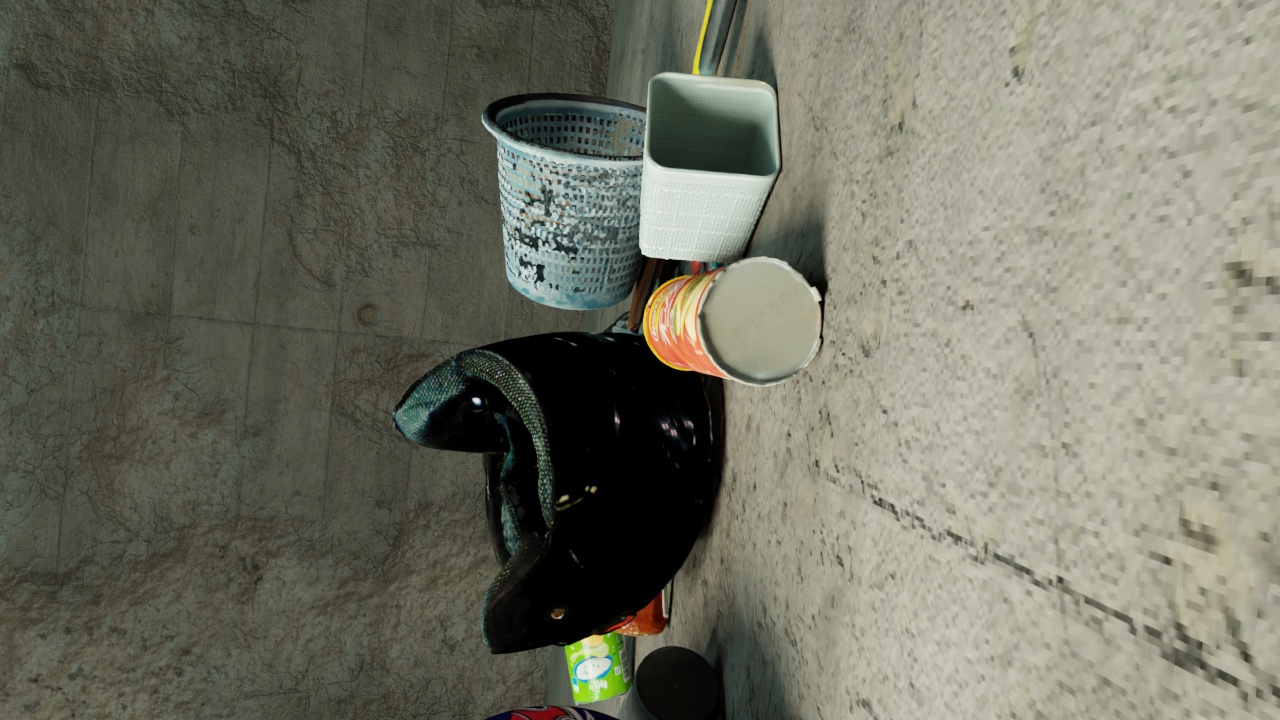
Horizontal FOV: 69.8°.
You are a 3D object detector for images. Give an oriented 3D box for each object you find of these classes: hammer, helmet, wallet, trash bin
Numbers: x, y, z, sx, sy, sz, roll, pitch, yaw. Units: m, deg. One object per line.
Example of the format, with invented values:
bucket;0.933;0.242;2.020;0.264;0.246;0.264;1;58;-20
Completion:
hammer;0.057;-0.246;0.793;0.126;0.032;0.324;-101;21;-58
helmet;-0.055;0.302;0.472;0.240;0.247;0.315;-45;12;-4
wallet;0.015;-0.091;1.054;0.101;0.032;0.124;157;128;-82
trash bin;-0.068;-0.173;1.030;0.226;0.226;0.195;-95;12;-58
helmet;-0.058;0.101;0.745;0.275;0.229;0.233;96;150;-49

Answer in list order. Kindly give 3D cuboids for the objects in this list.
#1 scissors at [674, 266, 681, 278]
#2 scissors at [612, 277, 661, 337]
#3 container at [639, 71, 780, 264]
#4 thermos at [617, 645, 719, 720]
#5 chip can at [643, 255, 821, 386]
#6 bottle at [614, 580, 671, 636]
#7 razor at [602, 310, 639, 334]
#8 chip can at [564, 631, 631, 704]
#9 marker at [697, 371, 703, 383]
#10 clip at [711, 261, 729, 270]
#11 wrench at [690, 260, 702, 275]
scissors;0.028;0.014;0.978;0.225;0.015;0.189;-93;11;-56
scissors;0.004;-0.001;0.909;0.229;0.021;0.220;-15;45;58
container;0.044;-0.134;0.664;0.112;0.090;0.089;101;172;-61
thermos;0.004;0.314;0.696;0.089;0.068;0.243;-83;4;-46
chip can;0.049;-0.024;0.584;0.216;0.073;0.073;-157;72;-83
bottle;0.005;0.152;0.869;0.060;0.060;0.206;140;137;-81
razor;-0.013;0.021;1.137;0.062;0.067;0.167;90;176;-66
chip can;-0.063;0.267;1.055;0.072;0.072;0.236;140;120;-81
marker;0.053;-0.006;0.793;0.018;0.015;0.124;-105;24;-66
clip;0.064;-0.059;0.743;0.038;0.013;0.055;161;113;-82
wrench;0.061;-0.211;0.881;0.056;0.016;0.273;120;156;-75
